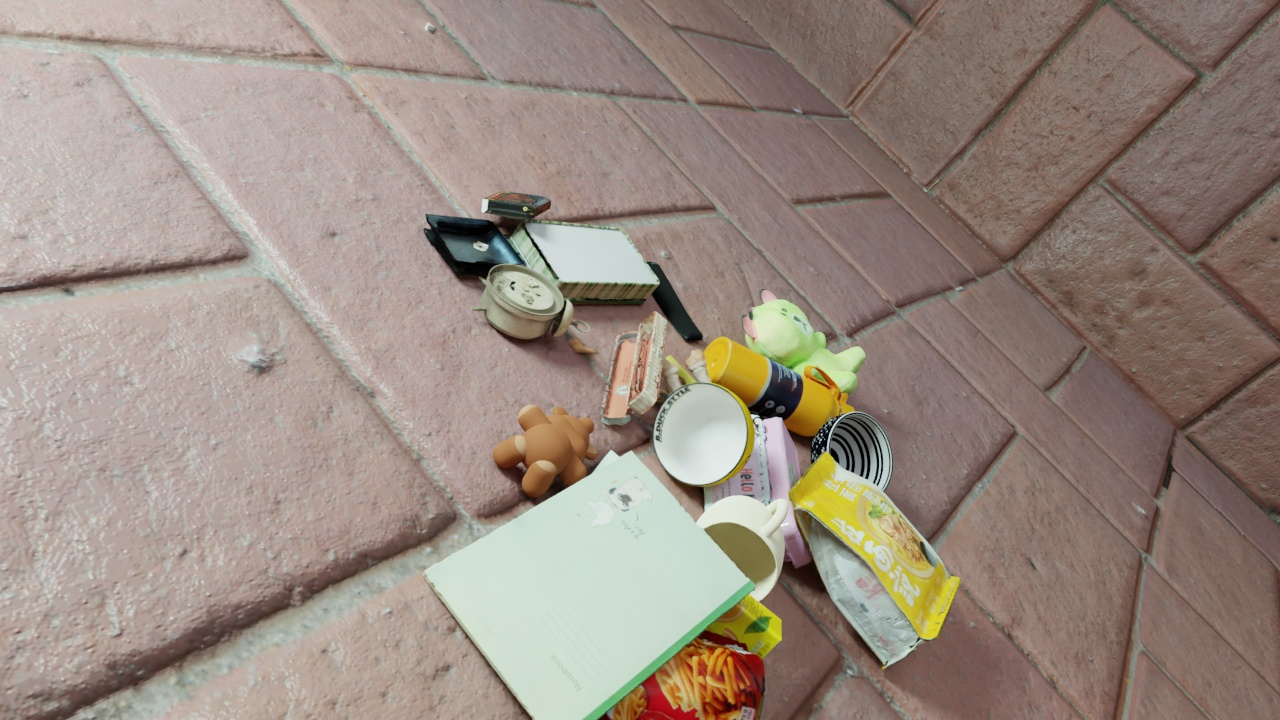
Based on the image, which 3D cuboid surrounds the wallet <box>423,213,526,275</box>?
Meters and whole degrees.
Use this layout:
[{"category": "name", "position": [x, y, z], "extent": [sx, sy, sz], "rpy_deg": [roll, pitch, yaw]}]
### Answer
[{"category": "wallet", "position": [-0.202, -0.137, 1.116], "extent": [0.114, 0.026, 0.089], "rpy_deg": [-2, 45, -48]}]

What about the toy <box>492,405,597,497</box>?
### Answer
[{"category": "toy", "position": [-0.088, 0.086, 0.933], "extent": [0.095, 0.065, 0.127], "rpy_deg": [52, 23, 5]}]

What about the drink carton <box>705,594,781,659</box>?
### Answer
[{"category": "drink carton", "position": [0.067, 0.236, 0.887], "extent": [0.134, 0.059, 0.042], "rpy_deg": [39, 16, -1]}]

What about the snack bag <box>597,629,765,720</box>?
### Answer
[{"category": "snack bag", "position": [0.003, 0.275, 0.799], "extent": [0.208, 0.067, 0.138], "rpy_deg": [20, 40, -14]}]

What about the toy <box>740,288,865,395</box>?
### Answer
[{"category": "toy", "position": [0.231, -0.014, 1.362], "extent": [0.197, 0.107, 0.149], "rpy_deg": [31, 36, 2]}]

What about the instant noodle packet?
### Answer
[{"category": "instant noodle packet", "position": [0.263, 0.217, 1.071], "extent": [0.221, 0.084, 0.162], "rpy_deg": [54, 32, 5]}]

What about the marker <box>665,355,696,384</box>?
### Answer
[{"category": "marker", "position": [0.074, 0.044, 1.191], "extent": [0.124, 0.018, 0.021], "rpy_deg": [46, 32, 8]}]

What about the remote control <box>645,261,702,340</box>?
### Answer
[{"category": "remote control", "position": [0.044, -0.087, 1.327], "extent": [0.041, 0.020, 0.151], "rpy_deg": [2, 48, -44]}]

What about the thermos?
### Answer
[{"category": "thermos", "position": [0.195, 0.041, 1.252], "extent": [0.232, 0.092, 0.076], "rpy_deg": [25, 23, -23]}]

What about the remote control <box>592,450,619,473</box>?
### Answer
[{"category": "remote control", "position": [-0.040, 0.142, 0.931], "extent": [0.049, 0.024, 0.143], "rpy_deg": [40, 29, 1]}]

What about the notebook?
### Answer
[{"category": "notebook", "position": [-0.036, 0.194, 0.806], "extent": [0.251, 0.010, 0.182], "rpy_deg": [-26, 63, -41]}]

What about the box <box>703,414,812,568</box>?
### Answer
[{"category": "box", "position": [0.147, 0.140, 1.092], "extent": [0.146, 0.077, 0.201], "rpy_deg": [29, 33, -18]}]

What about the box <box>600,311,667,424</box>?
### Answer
[{"category": "box", "position": [-0.006, 0.008, 1.101], "extent": [0.041, 0.083, 0.186], "rpy_deg": [40, 28, -18]}]

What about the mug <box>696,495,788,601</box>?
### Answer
[{"category": "mug", "position": [0.108, 0.183, 0.946], "extent": [0.096, 0.120, 0.099], "rpy_deg": [46, 20, 1]}]

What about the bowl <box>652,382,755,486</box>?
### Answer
[{"category": "bowl", "position": [0.080, 0.086, 1.055], "extent": [0.117, 0.117, 0.067], "rpy_deg": [54, 16, 23]}]

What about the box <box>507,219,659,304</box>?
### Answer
[{"category": "box", "position": [-0.074, -0.128, 1.226], "extent": [0.205, 0.051, 0.117], "rpy_deg": [-7, 57, -50]}]

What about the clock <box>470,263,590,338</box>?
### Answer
[{"category": "clock", "position": [-0.125, -0.058, 1.073], "extent": [0.140, 0.055, 0.092], "rpy_deg": [22, 32, -15]}]

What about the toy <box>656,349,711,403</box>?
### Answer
[{"category": "toy", "position": [0.066, 0.043, 1.125], "extent": [0.106, 0.074, 0.085], "rpy_deg": [45, 25, 26]}]

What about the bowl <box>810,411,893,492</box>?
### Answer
[{"category": "bowl", "position": [0.272, 0.132, 1.231], "extent": [0.120, 0.067, 0.120], "rpy_deg": [8, 76, -31]}]

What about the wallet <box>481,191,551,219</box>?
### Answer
[{"category": "wallet", "position": [-0.161, -0.203, 1.198], "extent": [0.072, 0.019, 0.123], "rpy_deg": [7, 15, 1]}]
